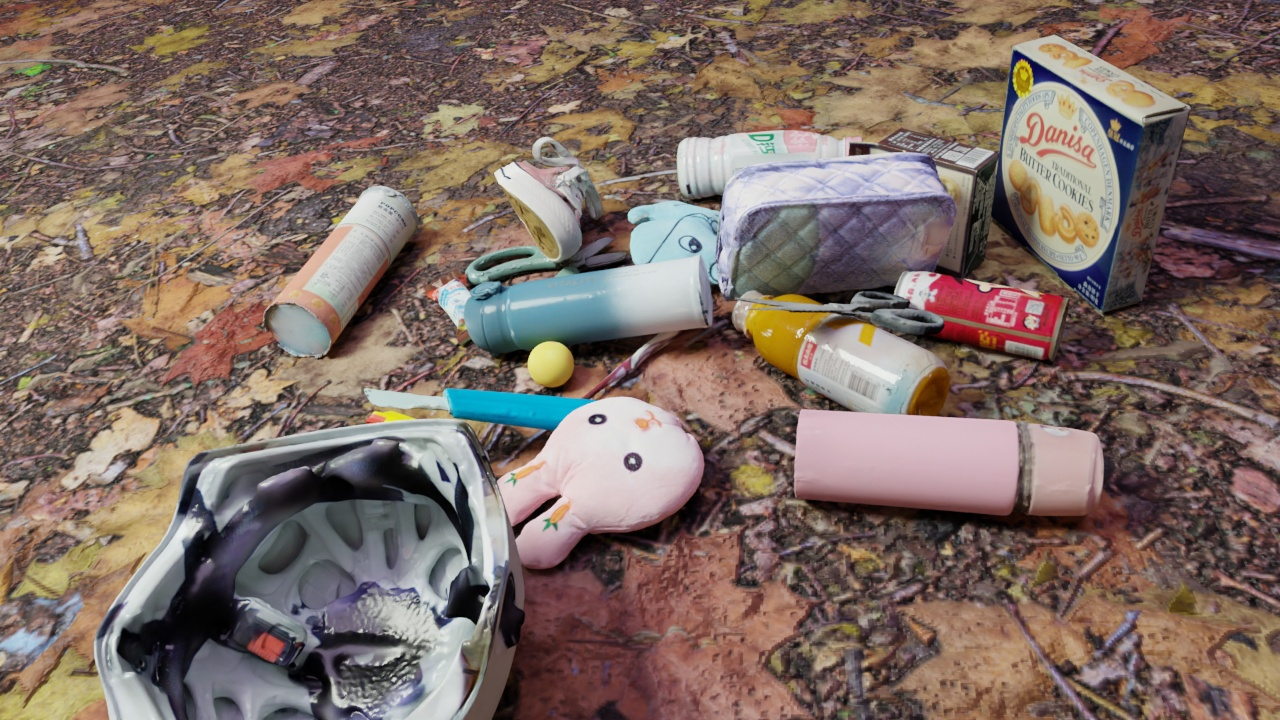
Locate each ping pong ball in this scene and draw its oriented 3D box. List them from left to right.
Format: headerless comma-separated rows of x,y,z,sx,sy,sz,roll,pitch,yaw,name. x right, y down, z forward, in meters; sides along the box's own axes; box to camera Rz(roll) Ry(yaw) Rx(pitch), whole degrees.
-0.078,0.003,0.801,0.040,0.040,0.040,-6,39,4,ping pong ball

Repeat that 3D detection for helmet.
-0.173,0.165,0.540,0.229,0.146,0.258,-11,48,0,helmet

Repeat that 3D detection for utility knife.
-0.113,0.037,0.726,0.204,0.018,0.034,7,44,-16,utility knife

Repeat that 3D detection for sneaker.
-0.091,-0.175,0.959,0.088,0.118,0.241,-32,26,-3,sneaker

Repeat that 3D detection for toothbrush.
-0.005,0.005,0.805,0.017,0.016,0.187,32,54,30,toothbrush

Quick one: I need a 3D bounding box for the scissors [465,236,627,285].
-0.093,-0.079,0.925,0.175,0.019,0.175,-8,38,0,scissors

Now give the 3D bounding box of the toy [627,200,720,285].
0.039,-0.118,0.918,0.161,0.050,0.155,25,42,29,toy

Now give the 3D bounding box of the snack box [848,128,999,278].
0.261,-0.150,0.861,0.053,0.113,0.126,-34,45,-29,snack box

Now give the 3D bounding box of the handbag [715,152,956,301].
0.167,-0.114,0.804,0.194,0.134,0.075,-4,53,-4,handbag

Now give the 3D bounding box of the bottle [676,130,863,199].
0.141,-0.214,0.996,0.197,0.068,0.068,-1,39,14,bottle

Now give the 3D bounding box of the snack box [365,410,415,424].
-0.175,0.093,0.687,0.091,0.082,0.080,15,58,29,snack box

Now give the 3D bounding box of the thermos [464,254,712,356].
-0.048,-0.048,0.819,0.221,0.070,0.070,-7,39,12,thermos

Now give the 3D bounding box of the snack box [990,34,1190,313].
0.380,-0.165,0.800,0.046,0.183,0.177,-15,38,-6,snack box

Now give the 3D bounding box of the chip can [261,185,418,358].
-0.303,-0.095,0.945,0.071,0.071,0.214,2,41,14,chip can

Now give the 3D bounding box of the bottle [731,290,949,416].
0.154,-0.007,0.744,0.067,0.068,0.190,-34,44,-27,bottle

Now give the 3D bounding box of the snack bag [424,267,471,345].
-0.177,-0.055,0.905,0.048,0.026,0.104,-32,42,-7,snack bag

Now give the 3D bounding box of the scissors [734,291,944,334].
0.160,-0.038,0.709,0.151,0.014,0.170,21,22,23,scissors

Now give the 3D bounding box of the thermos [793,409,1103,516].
0.212,0.069,0.647,0.199,0.067,0.087,1,14,14,thermos

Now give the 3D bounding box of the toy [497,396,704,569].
-0.033,0.088,0.681,0.159,0.054,0.121,-33,49,-16,toy

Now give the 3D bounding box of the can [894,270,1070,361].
0.282,-0.039,0.769,0.133,0.053,0.053,15,45,27,can
